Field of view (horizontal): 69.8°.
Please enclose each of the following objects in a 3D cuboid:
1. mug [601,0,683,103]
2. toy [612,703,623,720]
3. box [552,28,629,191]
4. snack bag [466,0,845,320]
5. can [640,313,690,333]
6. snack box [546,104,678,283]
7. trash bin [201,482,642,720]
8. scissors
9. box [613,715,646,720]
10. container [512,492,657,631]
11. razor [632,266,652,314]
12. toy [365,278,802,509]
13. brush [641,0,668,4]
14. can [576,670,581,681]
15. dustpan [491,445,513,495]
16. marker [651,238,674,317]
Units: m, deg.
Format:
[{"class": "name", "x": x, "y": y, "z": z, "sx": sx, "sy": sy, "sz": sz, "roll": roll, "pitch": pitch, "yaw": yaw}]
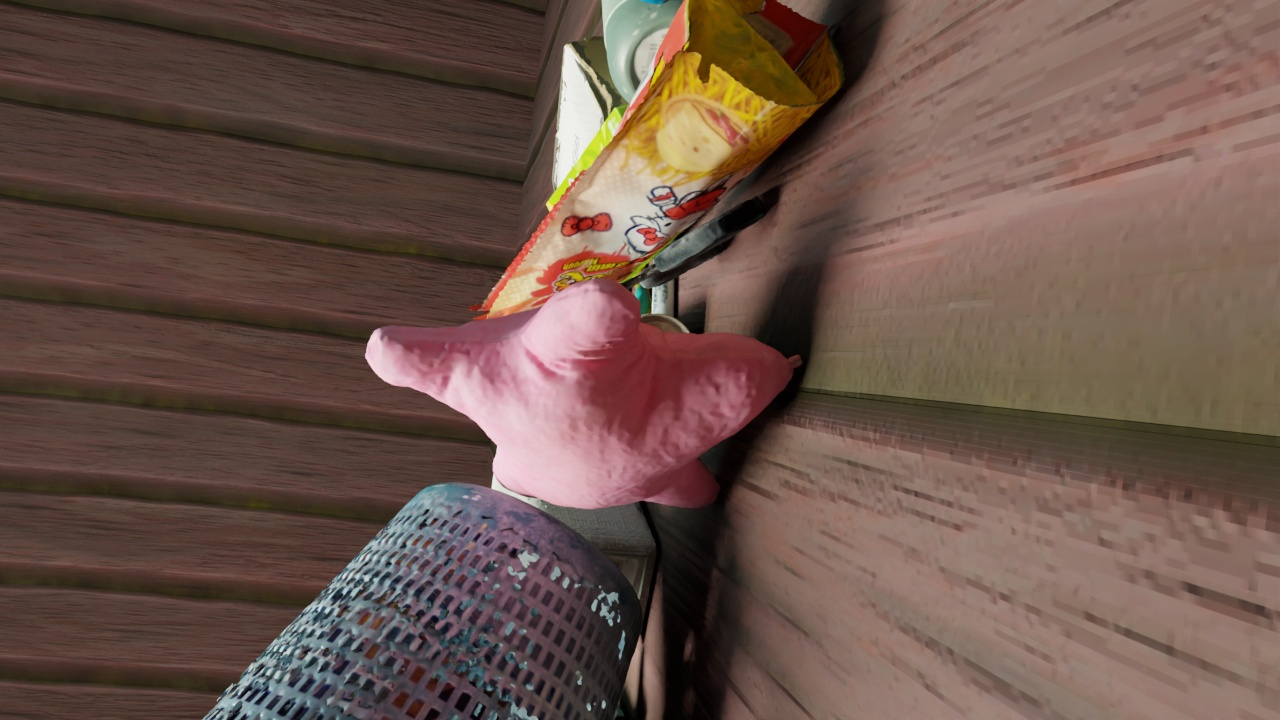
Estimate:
[{"class": "mug", "x": 0.028, "y": -0.216, "z": 0.566, "sx": 0.112, "sy": 0.082, "sz": 0.106, "roll": -38, "pitch": 35, "yaw": 28}, {"class": "toy", "x": -0.024, "y": 0.242, "z": 0.613, "sx": 0.092, "sy": 0.030, "sz": 0.096, "roll": 137, "pitch": 118, "yaw": -68}, {"class": "box", "x": -0.025, "y": -0.172, "z": 0.719, "sx": 0.089, "sy": 0.060, "sz": 0.185, "roll": 65, "pitch": 158, "yaw": 23}, {"class": "snack bag", "x": 0.002, "y": -0.087, "z": 0.454, "sx": 0.073, "sy": 0.128, "sz": 0.208, "roll": 55, "pitch": 139, "yaw": 9}, {"class": "can", "x": -0.004, "y": 0.004, "z": 0.618, "sx": 0.135, "sy": 0.053, "sz": 0.053, "roll": 150, "pitch": 126, "yaw": -75}, {"class": "snack box", "x": -0.018, "y": -0.106, "z": 0.647, "sx": 0.085, "sy": 0.026, "sz": 0.157, "roll": 66, "pitch": 154, "yaw": 4}, {"class": "trash bin", "x": -0.103, "y": 0.181, "z": 0.475, "sx": 0.194, "sy": 0.226, "sz": 0.227, "roll": -58, "pitch": -4, "yaw": -34}, {"class": "scissors", "x": -0.008, "y": -0.041, "z": 0.490, "sx": 0.014, "sy": 0.178, "sz": 0.159, "roll": 62, "pitch": -154, "yaw": 2}, {"class": "box", "x": 0.001, "y": 0.224, "z": 0.468, "sx": 0.164, "sy": 0.055, "sz": 0.070, "roll": 136, "pitch": 125, "yaw": -71}, {"class": "container", "x": -0.043, "y": 0.137, "z": 0.645, "sx": 0.114, "sy": 0.090, "sz": 0.090, "roll": -129, "pitch": 47, "yaw": -70}, {"class": "razor", "x": -0.005, "y": -0.053, "z": 0.721, "sx": 0.043, "sy": 0.028, "sz": 0.132, "roll": -48, "pitch": 23, "yaw": 23}, {"class": "toy", "x": -0.010, "y": 0.024, "z": 0.431, "sx": 0.195, "sy": 0.179, "sz": 0.074, "roll": 56, "pitch": -150, "yaw": -51}, {"class": "brush", "x": 0.028, "y": -0.245, "z": 0.470, "sx": 0.110, "sy": 0.060, "sz": 0.313, "roll": -46, "pitch": 20, "yaw": 57}, {"class": "can", "x": -0.057, "y": 0.228, "z": 0.722, "sx": 0.147, "sy": 0.058, "sz": 0.058, "roll": 128, "pitch": 147, "yaw": -67}, {"class": "dustpan", "x": -0.058, "y": 0.139, "z": 0.902, "sx": 0.257, "sy": 0.143, "sz": 0.223, "roll": -15, "pitch": -64, "yaw": -71}, {"class": "marker", "x": 0.017, "y": -0.084, "z": 0.662, "sx": 0.017, "sy": 0.017, "sz": 0.145, "roll": 121, "pitch": 154, "yaw": -63}]
